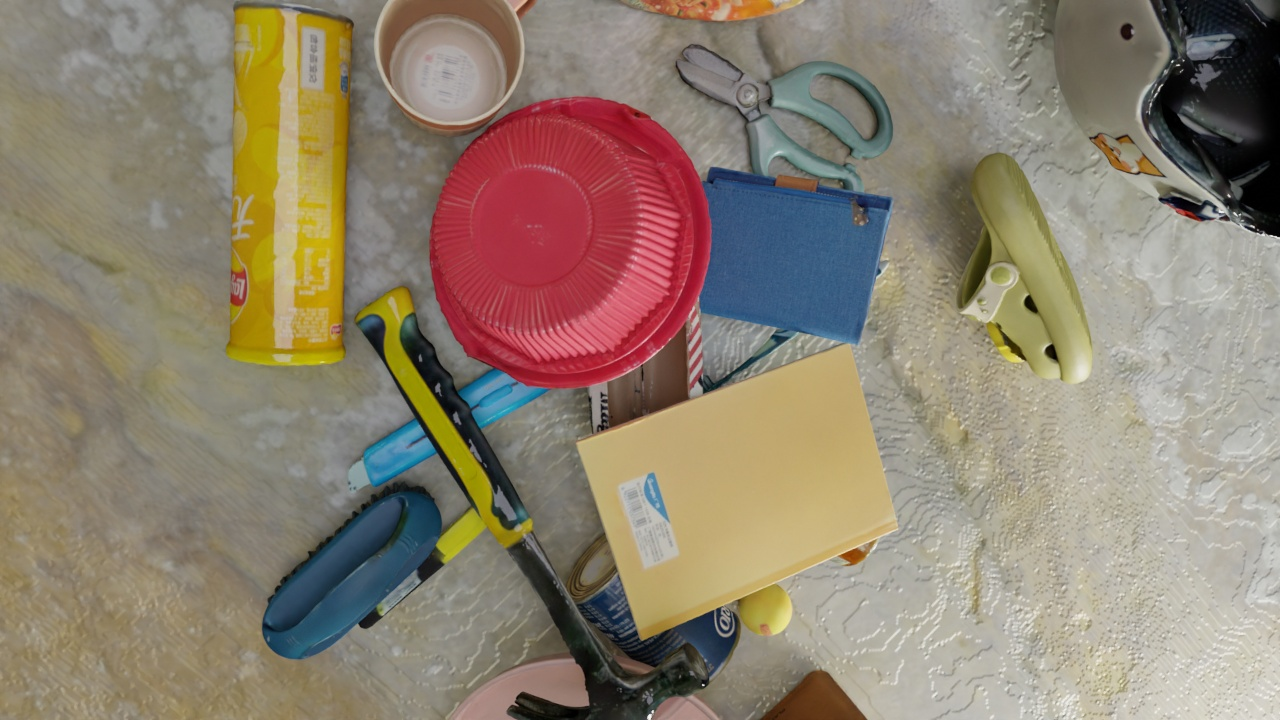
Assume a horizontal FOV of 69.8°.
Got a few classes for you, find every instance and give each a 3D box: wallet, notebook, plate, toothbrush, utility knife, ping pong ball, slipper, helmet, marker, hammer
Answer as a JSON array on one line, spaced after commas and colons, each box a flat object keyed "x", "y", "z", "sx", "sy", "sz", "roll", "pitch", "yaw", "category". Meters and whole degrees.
[{"x": 0.099, "y": -0.075, "z": 0.640, "sx": 0.133, "sy": 0.040, "sz": 0.106, "roll": 12, "pitch": 97, "yaw": 12, "category": "wallet"}, {"x": 0.072, "y": 0.086, "z": 0.628, "sx": 0.206, "sy": 0.010, "sz": 0.146, "roll": -20, "pitch": 99, "yaw": -15, "category": "notebook"}, {"x": -0.034, "y": 0.304, "z": 0.661, "sx": 0.229, "sy": 0.028, "sz": 0.230, "roll": 2, "pitch": 110, "yaw": 6, "category": "plate"}, {"x": 0.106, "y": -0.022, "z": 0.681, "sx": 0.191, "sy": 0.016, "sz": 0.018, "roll": -35, "pitch": 93, "yaw": -5, "category": "toothbrush"}, {"x": -0.135, "y": 0.045, "z": 0.638, "sx": 0.159, "sy": 0.018, "sz": 0.034, "roll": -31, "pitch": 104, "yaw": -4, "category": "utility knife"}, {"x": 0.095, "y": 0.188, "z": 0.698, "sx": 0.040, "sy": 0.040, "sz": 0.040, "roll": -2, "pitch": 99, "yaw": -12, "category": "ping pong ball"}, {"x": 0.122, "y": 0.292, "z": 0.673, "sx": 0.108, "sy": 0.132, "sz": 0.031, "roll": -39, "pitch": 100, "yaw": -3, "category": "wallet"}, {"x": 0.275, "y": -0.063, "z": 0.686, "sx": 0.082, "sy": 0.091, "sz": 0.190, "roll": -18, "pitch": 117, "yaw": 31, "category": "slipper"}, {"x": 0.395, "y": -0.214, "z": 0.641, "sx": 0.274, "sy": 0.157, "sz": 0.230, "roll": 36, "pitch": 87, "yaw": -25, "category": "helmet"}, {"x": -0.154, "y": 0.146, "z": 0.653, "sx": 0.124, "sy": 0.015, "sz": 0.018, "roll": -42, "pitch": 104, "yaw": 0, "category": "marker"}, {"x": -0.093, "y": 0.100, "z": 0.599, "sx": 0.126, "sy": 0.032, "sz": 0.323, "roll": -34, "pitch": 85, "yaw": 13, "category": "hammer"}]

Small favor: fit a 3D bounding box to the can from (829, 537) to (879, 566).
[{"x": 0.105, "y": 0.100, "z": 0.677, "sx": 0.147, "sy": 0.058, "sz": 0.058, "roll": 26, "pitch": 92, "yaw": -15, "category": "can"}]

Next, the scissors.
[{"x": 0.092, "y": -0.155, "z": 0.657, "sx": 0.185, "sy": 0.019, "sz": 0.130, "roll": 8, "pitch": 98, "yaw": -12, "category": "scissors"}]

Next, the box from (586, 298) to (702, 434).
[{"x": -0.009, "y": 0.004, "z": 0.632, "sx": 0.087, "sy": 0.076, "sz": 0.163, "roll": -9, "pitch": 103, "yaw": -32, "category": "box"}]

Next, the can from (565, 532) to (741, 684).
[{"x": 0.008, "y": 0.177, "z": 0.659, "sx": 0.075, "sy": 0.075, "sz": 0.111, "roll": -45, "pitch": 104, "yaw": -3, "category": "can"}]

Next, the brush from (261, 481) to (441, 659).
[{"x": -0.192, "y": 0.145, "z": 0.613, "sx": 0.144, "sy": 0.073, "sz": 0.055, "roll": -43, "pitch": 109, "yaw": -3, "category": "brush"}]

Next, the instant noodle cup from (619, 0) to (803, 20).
[{"x": 0.041, "y": -0.292, "z": 0.564, "sx": 0.151, "sy": 0.151, "sz": 0.111, "roll": 6, "pitch": 89, "yaw": -13, "category": "instant noodle cup"}]

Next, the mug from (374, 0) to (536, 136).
[{"x": -0.106, "y": -0.192, "z": 0.562, "sx": 0.081, "sy": 0.106, "sz": 0.114, "roll": 44, "pitch": 88, "yaw": -15, "category": "mug"}]

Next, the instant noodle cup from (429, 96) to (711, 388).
[{"x": -0.056, "y": -0.078, "z": 0.570, "sx": 0.194, "sy": 0.065, "sz": 0.194, "roll": 0, "pitch": 89, "yaw": 14, "category": "instant noodle cup"}]

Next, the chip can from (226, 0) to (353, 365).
[{"x": -0.217, "y": -0.105, "z": 0.569, "sx": 0.072, "sy": 0.072, "sz": 0.213, "roll": 2, "pitch": 99, "yaw": -13, "category": "chip can"}]
